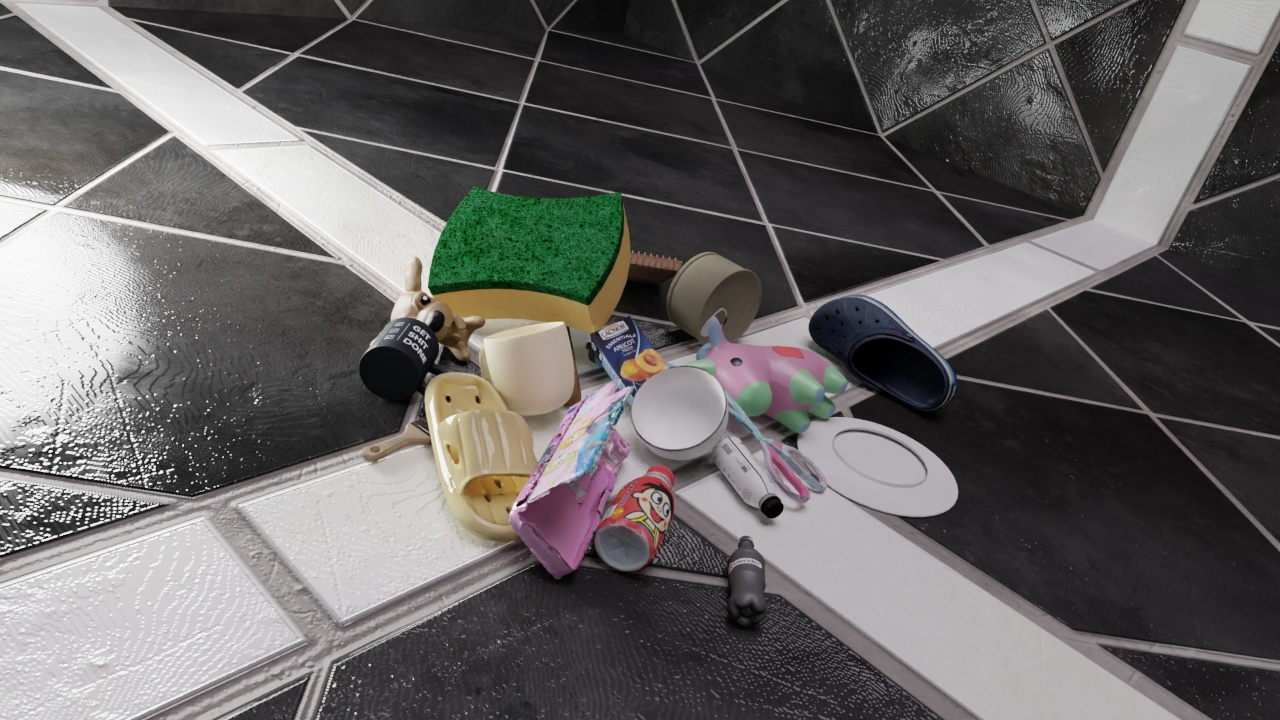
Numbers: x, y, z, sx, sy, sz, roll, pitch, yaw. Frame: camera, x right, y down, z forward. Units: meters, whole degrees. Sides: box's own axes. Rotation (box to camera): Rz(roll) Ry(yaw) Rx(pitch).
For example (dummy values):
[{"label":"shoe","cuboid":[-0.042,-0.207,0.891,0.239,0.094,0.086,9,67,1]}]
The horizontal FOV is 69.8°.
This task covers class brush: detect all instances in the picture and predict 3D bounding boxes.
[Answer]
[{"label":"brush","cuboid":[-0.145,-0.139,1.244,0.250,0.075,0.194,5,53,13]},{"label":"brush","cuboid":[-0.240,0.080,1.003,0.039,0.012,0.150,30,32,25]}]

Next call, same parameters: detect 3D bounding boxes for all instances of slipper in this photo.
[{"label":"slipper","cuboid":[-0.159,0.077,0.962,0.111,0.079,0.261,6,31,-31]},{"label":"slipper","cuboid":[0.349,-0.017,1.351,0.095,0.105,0.253,-6,36,-46]}]

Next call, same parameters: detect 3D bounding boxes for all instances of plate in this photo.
[{"label":"plate","cuboid":[0.302,0.126,1.164,0.208,0.015,0.208,11,28,-6]}]

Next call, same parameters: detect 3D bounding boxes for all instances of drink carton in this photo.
[{"label":"drink carton","cuboid":[-0.007,0.007,1.163,0.064,0.040,0.130,-25,57,-17]}]

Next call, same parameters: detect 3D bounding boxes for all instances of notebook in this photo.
[{"label":"notebook","cuboid":[-0.053,-0.152,1.416,0.210,0.022,0.169,8,-3,-11]}]

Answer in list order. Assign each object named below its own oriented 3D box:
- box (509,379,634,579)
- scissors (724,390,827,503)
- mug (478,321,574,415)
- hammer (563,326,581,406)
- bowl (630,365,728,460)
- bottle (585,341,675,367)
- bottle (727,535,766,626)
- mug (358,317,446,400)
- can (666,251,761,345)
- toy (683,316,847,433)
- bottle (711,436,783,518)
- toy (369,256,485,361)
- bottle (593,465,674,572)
[{"label":"box","cuboid":[-0.040,0.105,0.923,0.086,0.106,0.229,54,25,-14]},{"label":"scissors","cuboid":[0.157,0.096,1.100,0.105,0.016,0.179,-3,46,-50]},{"label":"mug","cuboid":[-0.137,0.014,1.082,0.120,0.100,0.096,-6,11,27]},{"label":"hammer","cuboid":[-0.109,-0.044,1.244,0.129,0.040,0.321,-10,36,-4]},{"label":"bowl","cuboid":[0.050,0.069,1.078,0.113,0.063,0.113,-8,56,11]},{"label":"bottle","cuboid":[-0.015,0.003,1.218,0.130,0.040,0.040,23,29,17]},{"label":"bottle","cuboid":[0.103,0.210,0.894,0.036,0.036,0.109,13,28,-1]},{"label":"mug","cuboid":[-0.267,0.007,1.075,0.105,0.071,0.077,38,25,-13]},{"label":"can","cuboid":[0.108,-0.089,1.352,0.127,0.128,0.073,-13,36,-40]},{"label":"toy","cuboid":[0.167,0.020,1.209,0.171,0.120,0.221,35,29,26]},{"label":"bottle","cuboid":[0.124,0.134,1.040,0.041,0.041,0.116,-1,32,-27]},{"label":"toy","cuboid":[-0.260,-0.047,1.152,0.108,0.134,0.106,27,-8,-37]},{"label":"bottle","cuboid":[0.002,0.152,0.929,0.062,0.062,0.137,19,29,10]}]
